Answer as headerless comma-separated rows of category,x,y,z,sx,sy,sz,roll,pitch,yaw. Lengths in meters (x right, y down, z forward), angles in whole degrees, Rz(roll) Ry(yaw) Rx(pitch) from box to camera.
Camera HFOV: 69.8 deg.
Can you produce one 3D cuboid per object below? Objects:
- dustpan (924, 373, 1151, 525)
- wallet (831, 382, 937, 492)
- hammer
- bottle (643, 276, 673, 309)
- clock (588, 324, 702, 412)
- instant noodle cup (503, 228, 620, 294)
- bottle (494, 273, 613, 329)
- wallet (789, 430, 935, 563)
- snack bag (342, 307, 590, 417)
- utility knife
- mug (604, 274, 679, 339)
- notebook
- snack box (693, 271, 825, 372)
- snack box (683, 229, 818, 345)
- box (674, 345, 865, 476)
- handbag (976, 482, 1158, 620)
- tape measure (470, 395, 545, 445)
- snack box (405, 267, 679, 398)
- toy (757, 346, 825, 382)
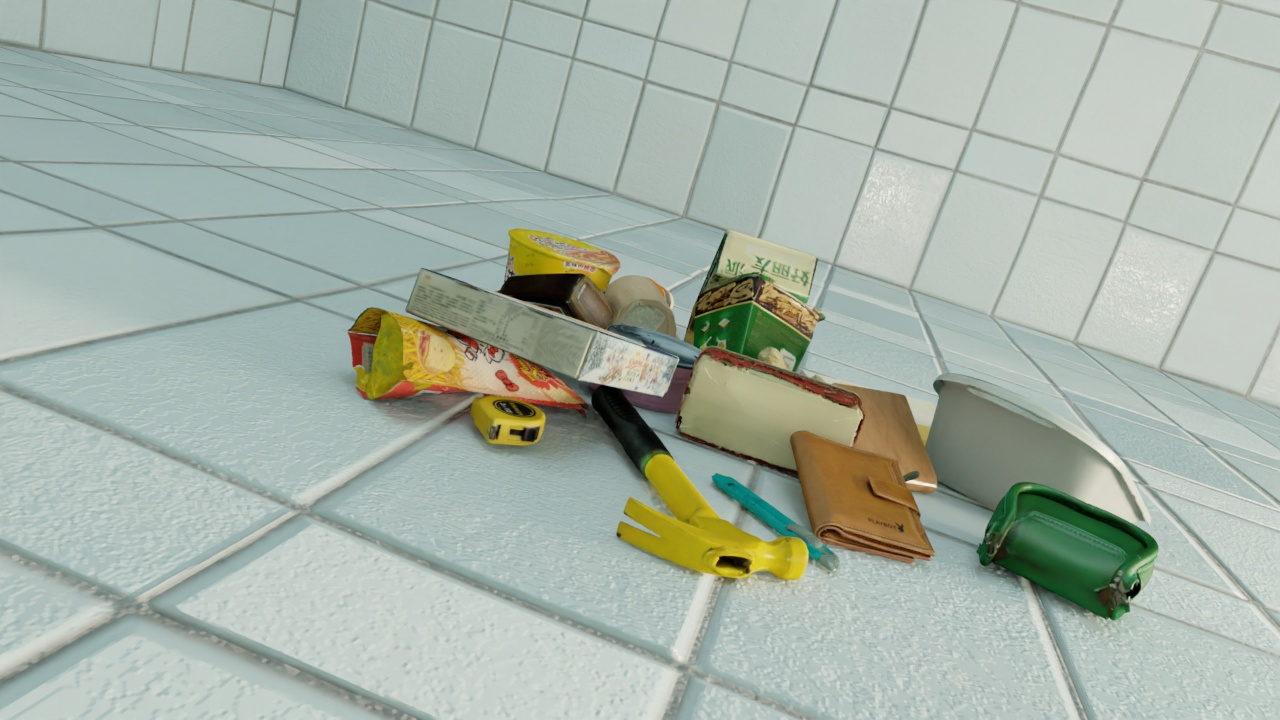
dustpan,0.421,0.086,0.977,0.257,0.143,0.223,-6,27,-45
wallet,0.249,0.079,0.945,0.101,0.020,0.115,11,52,-24
hammer,0.014,0.086,0.747,0.128,0.033,0.300,12,15,-23
bottle,0.015,-0.087,1.341,0.067,0.067,0.149,21,8,16
clock,-0.006,0.006,0.969,0.158,0.060,0.117,14,16,-18
instant noodle cup,-0.104,-0.085,1.092,0.138,0.110,0.138,16,14,-4
bottle,-0.122,-0.057,0.980,0.195,0.043,0.080,2,-37,39
wallet,0.193,0.119,0.793,0.119,0.035,0.130,13,29,-9
snack bag,-0.151,0.008,0.817,0.129,0.073,0.207,28,11,39
utility knife,0.108,0.127,0.739,0.029,0.013,0.151,6,18,-40
mug,0.011,-0.041,1.148,0.124,0.084,0.103,40,9,-20
notebook,0.316,0.068,1.158,0.206,0.010,0.145,14,21,-19
snack box,0.125,-0.019,1.035,0.118,0.105,0.118,28,-24,-30
snack box,0.130,-0.069,1.142,0.114,0.063,0.240,17,-22,-1
box,0.124,0.051,0.881,0.168,0.091,0.080,18,12,5
handbag,0.362,0.163,0.782,0.131,0.068,0.120,24,17,27
tape measure,-0.107,0.051,0.745,0.057,0.029,0.060,7,18,-30
snack box,-0.082,-0.021,0.815,0.178,0.046,0.182,20,2,24
toy,0.184,0.043,0.977,0.157,0.066,0.104,35,38,-18
